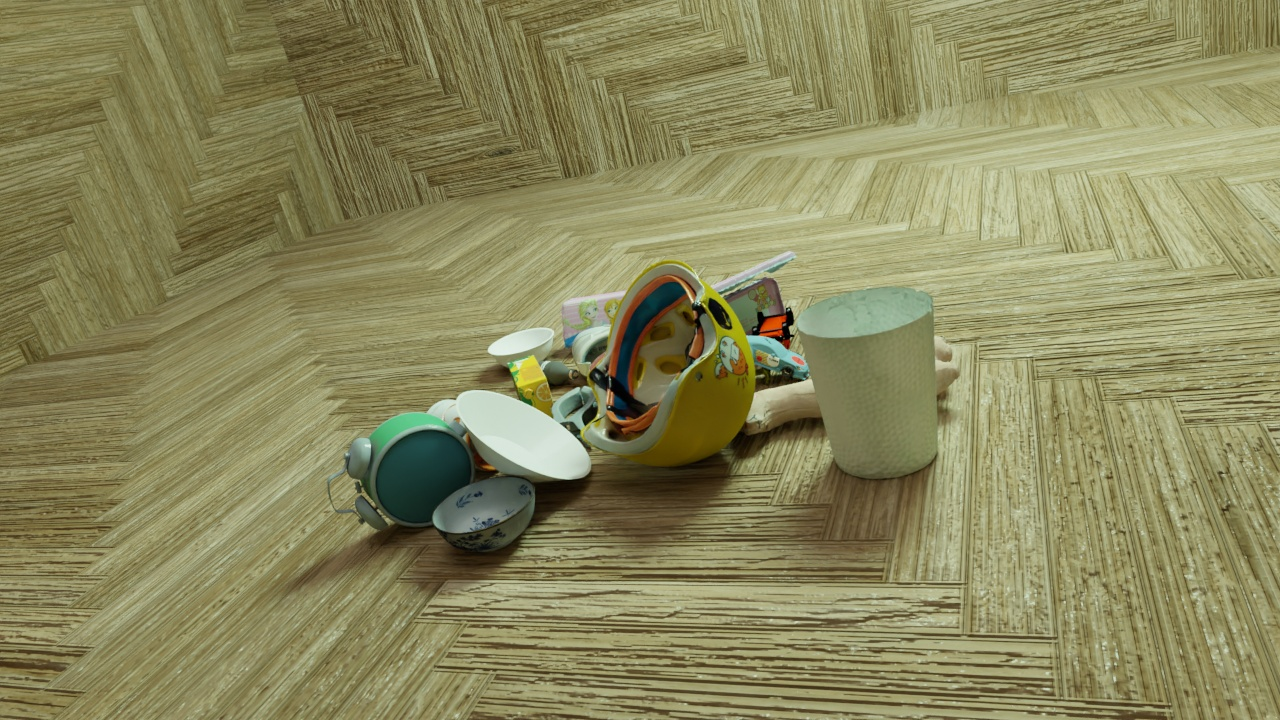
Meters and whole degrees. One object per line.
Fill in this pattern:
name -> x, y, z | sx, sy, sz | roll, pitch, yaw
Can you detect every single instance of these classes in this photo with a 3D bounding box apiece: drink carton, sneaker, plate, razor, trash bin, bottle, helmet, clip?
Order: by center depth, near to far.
trash bin -> 0.237, 0.024, 0.927 | 0.133, 0.161, 0.133 | -13, 20, 5
helmet -> 0.049, 0.016, 1.044 | 0.210, 0.139, 0.239 | -32, 40, 43
plate -> -0.143, 0.099, 1.066 | 0.174, 0.036, 0.173 | 28, 15, -9
clip -> -0.081, 0.075, 1.204 | 0.090, 0.027, 0.162 | -9, 22, 20
razor -> 0.121, 0.024, 1.214 | 0.106, 0.026, 0.042 | -14, 22, 14
drink carton -> -0.154, 0.041, 1.298 | 0.041, 0.058, 0.122 | -18, 20, -9
sneaker -> 0.016, -0.033, 1.354 | 0.242, 0.089, 0.090 | -20, 24, 3
bottle -> -0.139, 0.019, 1.379 | 0.110, 0.036, 0.036 | 2, 26, 38

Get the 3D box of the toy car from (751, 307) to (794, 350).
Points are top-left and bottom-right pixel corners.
toy car -> 0.188, -0.037, 1.287 | 0.051, 0.049, 0.100 | -8, 21, 18

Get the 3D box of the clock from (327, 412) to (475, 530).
clock -> -0.275, 0.129, 1.047 | 0.161, 0.122, 0.075 | -16, 20, -26

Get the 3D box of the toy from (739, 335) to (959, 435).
toy -> 0.237, 0.029, 1.078 | 0.265, 0.065, 0.195 | -14, 10, 20

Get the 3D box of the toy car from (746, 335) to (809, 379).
toy car -> 0.171, -0.010, 1.192 | 0.108, 0.028, 0.060 | 21, 25, 16

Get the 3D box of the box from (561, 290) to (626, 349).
box -> -0.006, -0.068, 1.484 | 0.231, 0.084, 0.090 | -7, -7, 20

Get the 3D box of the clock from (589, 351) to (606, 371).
clock -> -0.007, 0.007, 1.232 | 0.117, 0.081, 0.158 | -17, 22, 13

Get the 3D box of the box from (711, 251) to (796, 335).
box -> 0.129, -0.080, 1.319 | 0.213, 0.140, 0.062 | -26, 52, -29

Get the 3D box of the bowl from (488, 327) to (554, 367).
bowl -> -0.188, -0.013, 1.491 | 0.110, 0.040, 0.109 | -13, 20, 5

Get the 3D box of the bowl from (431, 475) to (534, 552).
bowl -> -0.162, 0.171, 0.978 | 0.114, 0.045, 0.114 | -13, 20, 4

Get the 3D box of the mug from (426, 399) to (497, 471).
mug -> -0.217, 0.094, 1.170 | 0.105, 0.082, 0.082 | 4, 27, 44
